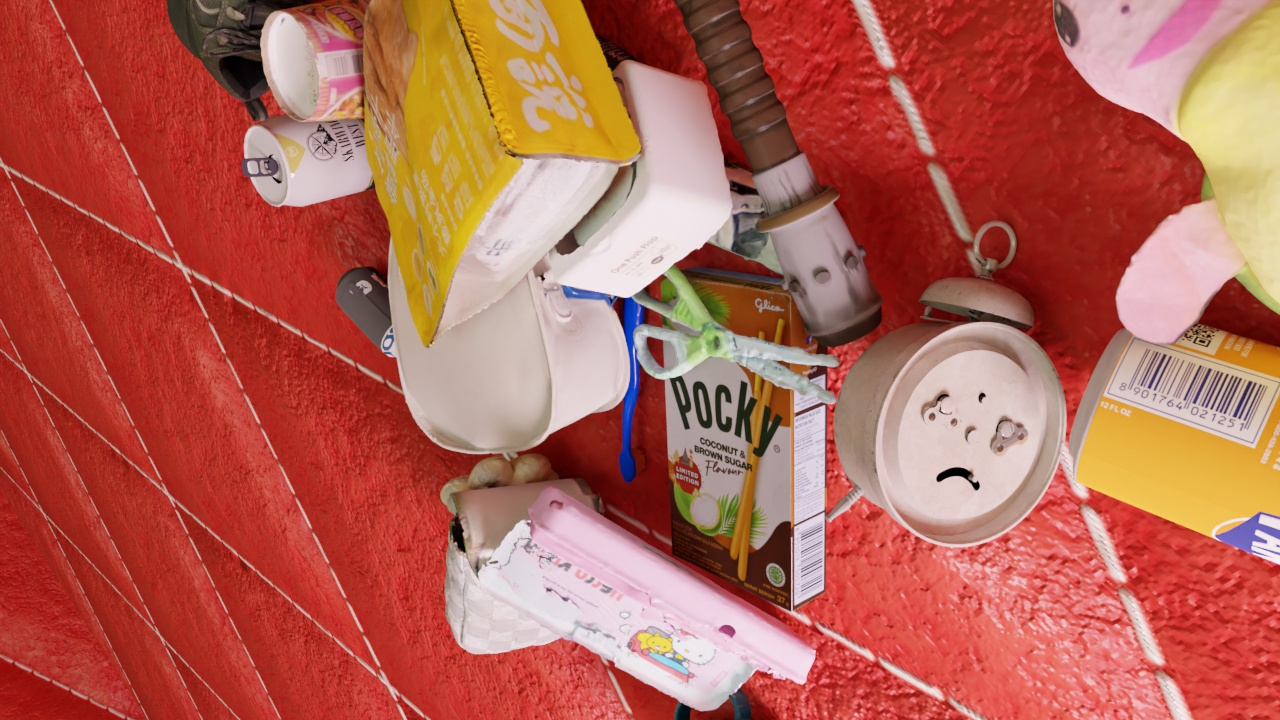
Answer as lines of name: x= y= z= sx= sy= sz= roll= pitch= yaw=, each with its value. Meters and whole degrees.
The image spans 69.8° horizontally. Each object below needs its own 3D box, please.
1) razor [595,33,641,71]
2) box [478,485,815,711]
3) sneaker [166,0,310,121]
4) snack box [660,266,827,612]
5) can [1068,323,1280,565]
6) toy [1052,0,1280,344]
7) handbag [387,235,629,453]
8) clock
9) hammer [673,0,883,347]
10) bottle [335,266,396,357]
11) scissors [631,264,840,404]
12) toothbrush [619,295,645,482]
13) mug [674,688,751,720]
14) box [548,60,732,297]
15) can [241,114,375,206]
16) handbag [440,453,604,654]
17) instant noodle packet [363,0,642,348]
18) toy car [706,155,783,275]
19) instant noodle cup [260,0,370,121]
razor: x=-0.051 y=-0.191 z=0.555 sx=0.143 sy=0.047 sz=0.052 roll=32 pitch=134 yaw=23
box: x=0.005 y=0.156 z=0.608 sx=0.201 sy=0.073 sz=0.150 roll=32 pitch=147 yaw=-9
sneaker: x=-0.290 y=-0.270 z=0.694 sx=0.239 sy=0.100 sz=0.143 roll=-36 pitch=80 yaw=51
snack box: x=0.061 y=0.043 z=0.546 sx=0.101 sy=0.031 sz=0.186 roll=15 pitch=114 yaw=47
can: x=0.250 y=0.038 z=0.355 sx=0.142 sy=0.078 sz=0.079 roll=24 pitch=125 yaw=33
toy: x=0.240 y=-0.079 z=0.302 sx=0.238 sy=0.087 sz=0.191 roll=41 pitch=138 yaw=25
handbag: x=-0.100 y=-0.043 z=0.637 sx=0.201 sy=0.092 sz=0.199 roll=-5 pitch=102 yaw=47
clock: x=0.147 y=0.010 z=0.439 sx=0.061 sy=0.103 sz=0.157 roll=-156 pitch=80 yaw=-69
hammer: x=0.033 y=-0.155 z=0.410 sx=0.190 sy=0.100 sz=0.325 roll=-25 pitch=103 yaw=7
bottle: x=-0.213 y=-0.035 z=0.780 sx=0.112 sy=0.046 sz=0.047 roll=42 pitch=133 yaw=20
scissors: x=0.044 y=-0.016 z=0.494 sx=0.176 sy=0.032 sz=0.078 roll=15 pitch=110 yaw=51
toothbrush: x=-0.004 y=0.004 z=0.627 sx=0.016 sy=0.018 sz=0.183 roll=24 pitch=122 yaw=39
mug: x=0.060 y=0.293 z=0.669 sx=0.104 sy=0.084 sz=0.112 roll=-42 pitch=51 yaw=40
box: x=-0.015 y=-0.102 z=0.506 sx=0.107 sy=0.076 sz=0.102 roll=-33 pitch=59 yaw=45
can: x=-0.231 y=-0.153 z=0.679 sx=0.064 sy=0.127 sz=0.064 roll=21 pitch=123 yaw=35
handbag: x=-0.103 y=0.151 z=0.723 sx=0.172 sy=0.112 sz=0.123 roll=103 pitch=150 yaw=-44
instant noodle packet: x=-0.108 y=-0.123 z=0.532 sx=0.222 sy=0.084 sz=0.163 roll=-39 pitch=67 yaw=50
toy car: x=0.058 y=-0.081 z=0.512 sx=0.105 sy=0.032 sz=0.048 roll=27 pitch=125 yaw=30
instant noodle cup: x=-0.193 y=-0.208 z=0.630 sx=0.098 sy=0.108 sz=0.098 roll=20 pitch=122 yaw=36
